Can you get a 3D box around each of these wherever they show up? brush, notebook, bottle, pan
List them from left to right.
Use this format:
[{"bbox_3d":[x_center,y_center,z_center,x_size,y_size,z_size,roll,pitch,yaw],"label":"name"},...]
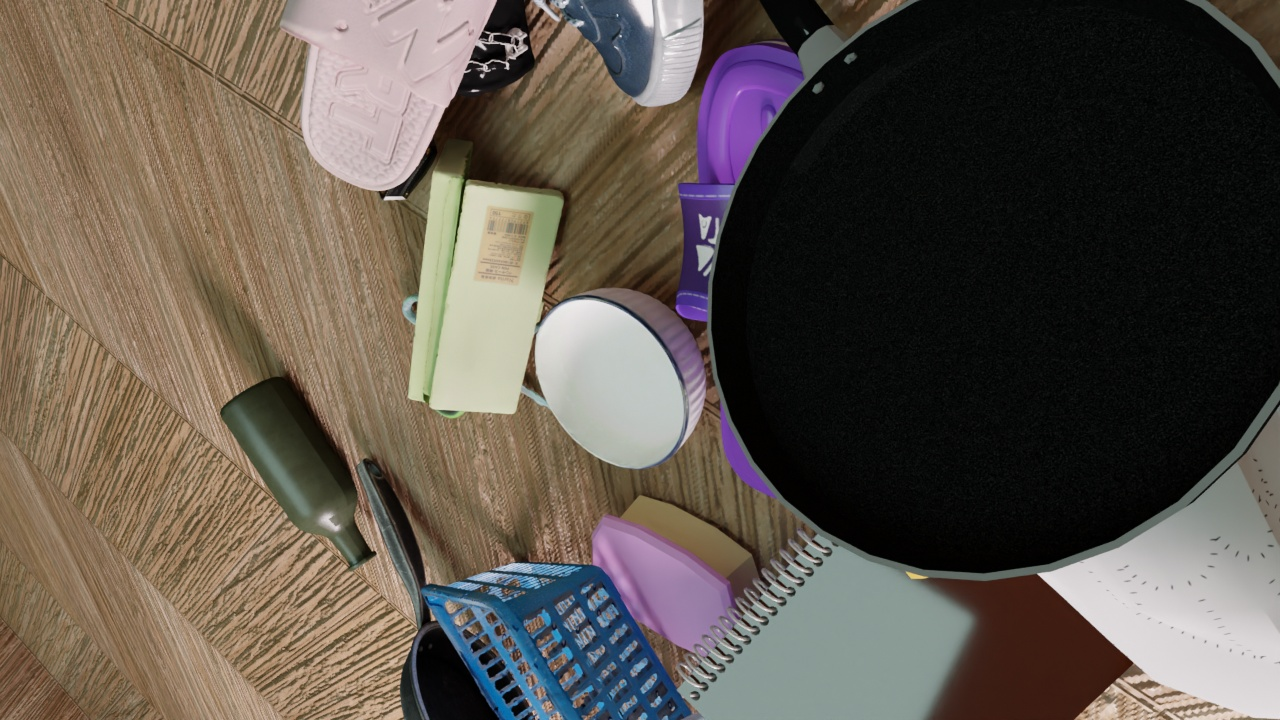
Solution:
[{"bbox_3d":[-0.336,0.118,0.924,0.072,0.071,0.207,-31,93,45],"label":"bottle"},{"bbox_3d":[-0.191,0.251,0.845,0.055,0.187,0.356,-36,74,7],"label":"pan"},{"bbox_3d":[0.064,0.172,0.634,0.229,0.043,0.089,24,129,31],"label":"brush"},{"bbox_3d":[0.101,-0.087,0.377,0.226,0.034,0.356,-40,56,31],"label":"pan"},{"bbox_3d":[0.143,0.169,0.521,0.171,0.022,0.209,42,104,13],"label":"notebook"}]

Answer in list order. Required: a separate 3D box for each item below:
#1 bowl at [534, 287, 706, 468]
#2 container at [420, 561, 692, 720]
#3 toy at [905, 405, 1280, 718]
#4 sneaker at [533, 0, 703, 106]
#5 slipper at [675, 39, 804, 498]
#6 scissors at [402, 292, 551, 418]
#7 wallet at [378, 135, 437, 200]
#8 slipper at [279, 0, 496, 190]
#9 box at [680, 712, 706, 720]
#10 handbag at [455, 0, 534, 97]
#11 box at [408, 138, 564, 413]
[{"bbox_3d":[-0.003,0.003,0.587,0.118,0.062,0.118,19,125,30],"label":"bowl"},{"bbox_3d":[-0.020,0.310,0.722,0.362,0.089,0.258,59,154,-4],"label":"container"},{"bbox_3d":[0.227,0.024,0.359,0.268,0.140,0.246,-23,86,35],"label":"toy"},{"bbox_3d":[-0.027,-0.196,0.410,0.236,0.087,0.089,76,176,-61],"label":"sneaker"},{"bbox_3d":[0.068,-0.027,0.495,0.107,0.083,0.267,15,123,33],"label":"slipper"},{"bbox_3d":[-0.131,-0.004,0.722,0.172,0.024,0.160,-30,87,41],"label":"scissors"},{"bbox_3d":[-0.173,-0.178,0.624,0.072,0.019,0.123,-36,70,50],"label":"wallet"},{"bbox_3d":[-0.134,-0.169,0.479,0.094,0.064,0.240,23,139,-11],"label":"slipper"},{"bbox_3d":[0.102,0.307,0.591,0.215,0.083,0.123,51,158,8],"label":"box"},{"bbox_3d":[-0.129,-0.222,0.511,0.125,0.114,0.154,26,139,21],"label":"handbag"},{"bbox_3d":[-0.122,-0.057,0.661,0.083,0.091,0.188,-116,37,-48],"label":"box"}]
